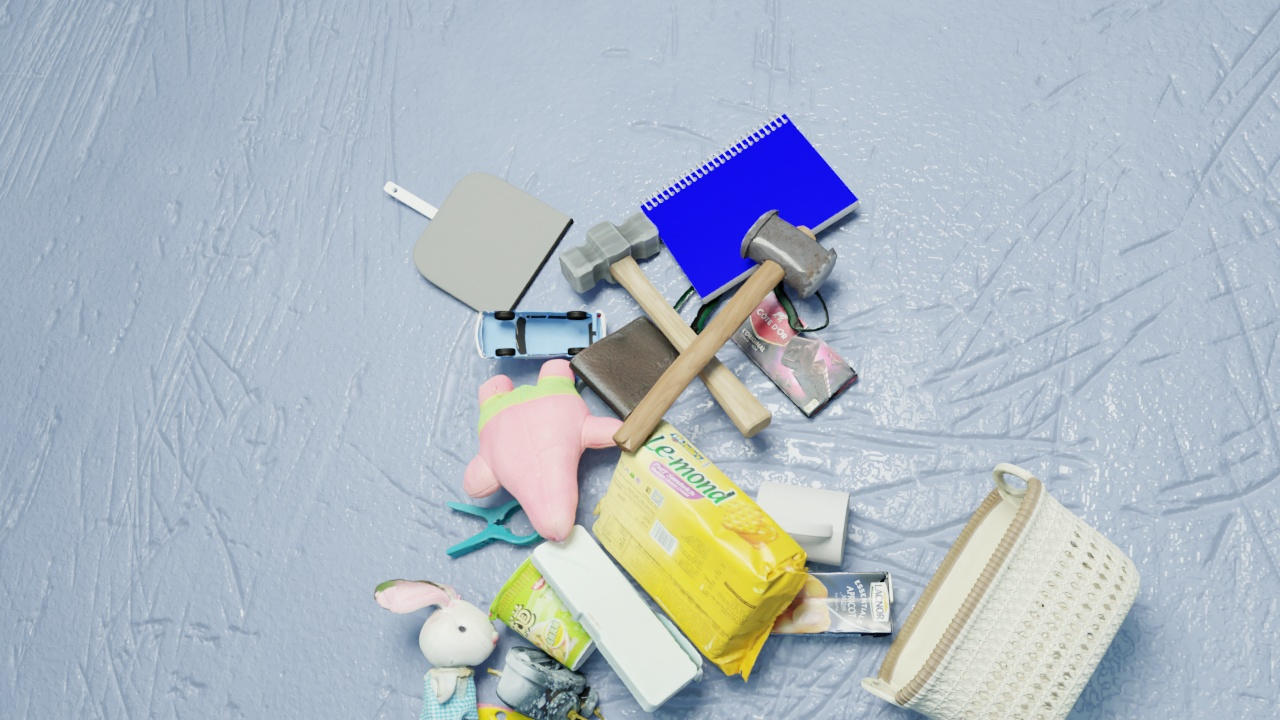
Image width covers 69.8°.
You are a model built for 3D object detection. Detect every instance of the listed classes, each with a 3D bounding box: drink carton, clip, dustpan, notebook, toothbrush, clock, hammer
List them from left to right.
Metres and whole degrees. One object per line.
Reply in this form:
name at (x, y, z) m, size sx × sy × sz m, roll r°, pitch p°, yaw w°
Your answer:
dustpan at (-0.234, -0.172, 1.193) m, size 0.258 × 0.033 × 0.163 m, roll 31°, pitch 83°, yaw 12°
clip at (-0.167, 0.175, 1.065) m, size 0.127 × 0.028 × 0.113 m, roll 1°, pitch 75°, yaw 16°
toothbrush at (-0.144, 0.387, 0.996) m, size 0.136 × 0.016 × 0.021 m, roll -2°, pitch 74°, yaw 19°
clock at (-0.093, 0.344, 0.956) m, size 0.129 × 0.090 × 0.052 m, roll 19°, pitch 83°, yaw 23°
hammer at (0.035, -0.040, 1.033) m, size 0.117 × 0.051 × 0.322 m, roll -30°, pitch 60°, yaw -15°
hammer at (0.082, -0.030, 0.965) m, size 0.098 × 0.052 × 0.327 m, roll 38°, pitch 69°, yaw 14°
notebook at (0.123, -0.187, 1.092) m, size 0.209 × 0.022 × 0.171 m, roll -32°, pitch 60°, yaw 3°
drink carton at (0.191, 0.249, 0.937) m, size 0.130 × 0.040 × 0.064 m, roll -4°, pitch 72°, yaw 13°

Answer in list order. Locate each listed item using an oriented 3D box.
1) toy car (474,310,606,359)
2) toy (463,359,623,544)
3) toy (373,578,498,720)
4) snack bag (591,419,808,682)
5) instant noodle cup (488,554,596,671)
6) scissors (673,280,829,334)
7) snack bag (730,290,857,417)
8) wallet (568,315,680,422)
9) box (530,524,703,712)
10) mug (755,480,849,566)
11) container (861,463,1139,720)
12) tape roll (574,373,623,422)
toy car at (-0.117, -0.030, 1.076) m, size 0.153 × 0.055 × 0.056 m, roll -1°, pitch 87°, yaw -13°
toy at (-0.107, 0.101, 1.000) m, size 0.192 × 0.097 × 0.236 m, roll -20°, pitch 46°, yaw 0°
toy at (-0.200, 0.323, 0.975) m, size 0.106 × 0.131 × 0.205 m, roll -18°, pitch 73°, yaw 8°
snack bag at (0.050, 0.187, 0.929) m, size 0.247 × 0.068 × 0.160 m, roll 42°, pitch 126°, yaw 28°
instant noodle cup at (-0.090, 0.269, 0.982) m, size 0.108 × 0.099 × 0.099 m, roll 36°, pitch 84°, yaw 14°
scissors at (0.135, -0.080, 1.055) m, size 0.204 × 0.015 × 0.201 m, roll 32°, pitch 80°, yaw 33°
snack bag at (0.167, -0.011, 1.039) m, size 0.074 × 0.018 × 0.155 m, roll -42°, pitch 65°, yaw -1°
wallet at (-0.006, 0.006, 1.049) m, size 0.119 × 0.031 × 0.099 m, roll -32°, pitch 64°, yaw -30°
box at (-0.021, 0.261, 0.943) m, size 0.075 × 0.125 × 0.197 m, roll -42°, pitch 67°, yaw -2°
mug at (0.163, 0.166, 0.937) m, size 0.090 × 0.105 × 0.073 m, roll 7°, pitch 87°, yaw 17°
container at (0.328, 0.234, 0.837) m, size 0.143 × 0.184 × 0.246 m, roll 33°, pitch 84°, yaw 11°
tape roll at (-0.047, 0.046, 1.077) m, size 0.091 × 0.016 × 0.093 m, roll -25°, pitch 68°, yaw 6°
